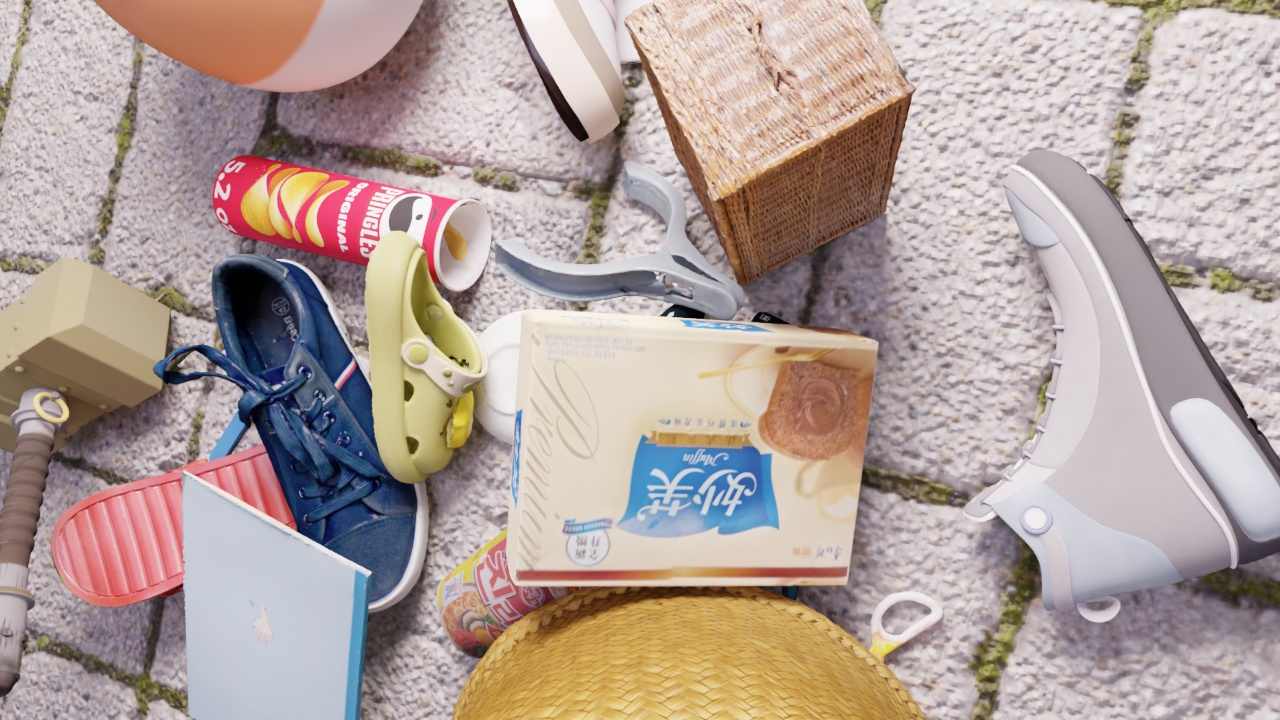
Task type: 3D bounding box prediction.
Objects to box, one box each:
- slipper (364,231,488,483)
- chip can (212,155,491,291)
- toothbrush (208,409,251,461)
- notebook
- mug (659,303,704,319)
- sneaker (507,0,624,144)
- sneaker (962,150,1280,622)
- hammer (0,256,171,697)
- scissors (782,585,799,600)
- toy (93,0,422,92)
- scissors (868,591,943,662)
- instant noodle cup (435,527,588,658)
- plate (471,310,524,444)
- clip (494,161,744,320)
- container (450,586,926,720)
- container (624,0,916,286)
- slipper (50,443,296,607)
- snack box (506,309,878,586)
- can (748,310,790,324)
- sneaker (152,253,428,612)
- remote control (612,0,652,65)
[{"bbox_3d":[-0.149,-0.001,0.662,0.081,0.091,0.191,-1,117,-2],"label":"slipper"},{"bbox_3d":[-0.230,-0.111,0.723,0.221,0.069,0.069,15,92,21],"label":"chip can"},{"bbox_3d":[-0.323,0.027,0.781,0.016,0.014,0.167,41,104,16],"label":"toothbrush"},{"bbox_3d":[-0.284,0.224,0.703,0.181,0.009,0.254,23,117,20],"label":"notebook"},{"bbox_3d":[-0.004,0.004,0.620,0.122,0.094,0.085,-45,74,12],"label":"mug"},{"bbox_3d":[-0.045,-0.301,0.657,0.116,0.112,0.293,-19,79,4],"label":"sneaker"},{"bbox_3d":[0.244,0.016,0.540,0.161,0.093,0.256,-32,75,24],"label":"sneaker"},{"bbox_3d":[-0.481,0.098,0.717,0.190,0.100,0.324,-26,53,17],"label":"hammer"},{"bbox_3d":[0.084,0.104,0.622,0.119,0.019,0.151,-25,75,20],"label":"scissors"},{"bbox_3d":[-0.284,-0.334,0.649,0.267,0.280,0.262,-43,73,33],"label":"toy"},{"bbox_3d":[0.151,0.199,0.596,0.125,0.011,0.131,40,98,16],"label":"scissors"},{"bbox_3d":[-0.080,0.159,0.643,0.113,0.100,0.100,-31,77,23],"label":"instant noodle cup"},{"bbox_3d":[-0.090,0.013,0.687,0.104,0.026,0.104,-1,86,19],"label":"plate"},{"bbox_3d":[-0.029,-0.069,0.602,0.164,0.031,0.168,-16,46,-17],"label":"clip"},{"bbox_3d":[0.021,0.285,0.500,0.307,0.196,0.307,1,98,4],"label":"container"},{"bbox_3d":[0.079,-0.137,0.545,0.113,0.198,0.113,-25,77,5],"label":"container"},{"bbox_3d":[-0.362,0.133,0.763,0.249,0.059,0.103,-18,81,2],"label":"slipper"},{"bbox_3d":[0.030,0.053,0.545,0.207,0.055,0.153,3,99,-13],"label":"snack box"},{"bbox_3d":[0.108,-0.003,0.613,0.080,0.031,0.031,28,96,19],"label":"can"},{"bbox_3d":[-0.252,0.050,0.679,0.120,0.127,0.294,-24,82,-3],"label":"sneaker"},{"bbox_3d":[-0.004,-0.293,0.684,0.045,0.008,0.146,1,87,20],"label":"remote control"}]
